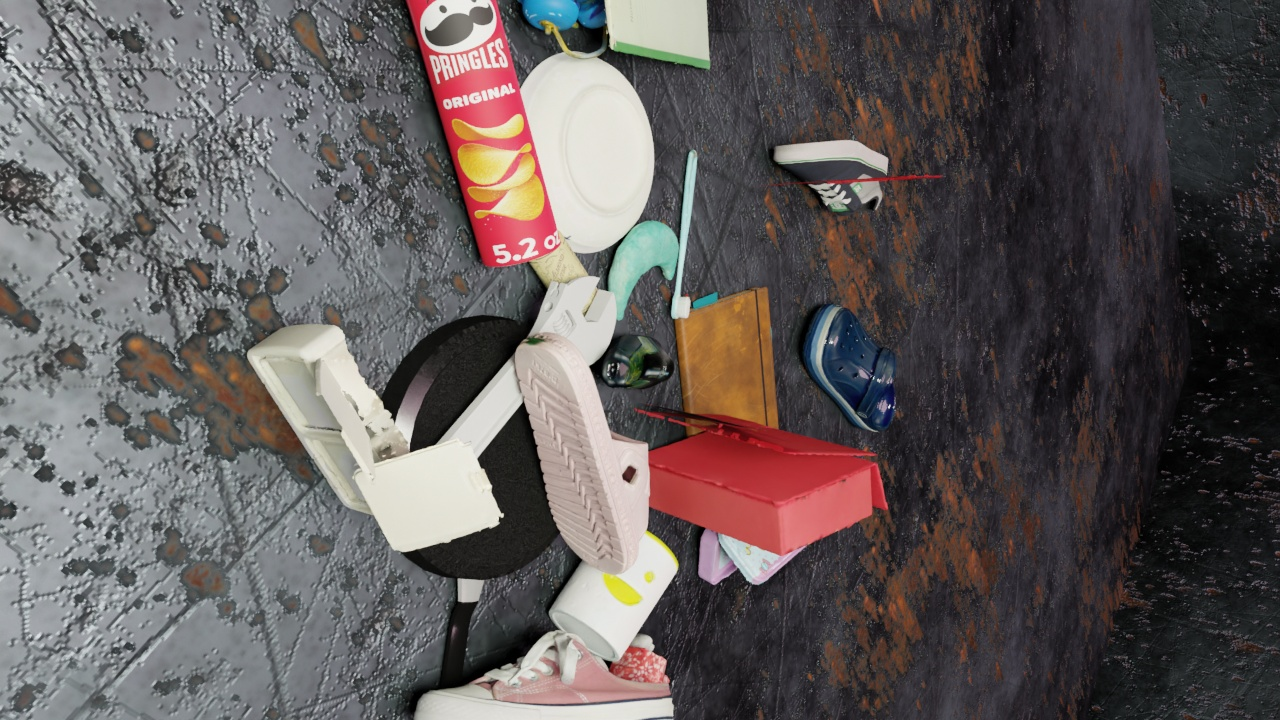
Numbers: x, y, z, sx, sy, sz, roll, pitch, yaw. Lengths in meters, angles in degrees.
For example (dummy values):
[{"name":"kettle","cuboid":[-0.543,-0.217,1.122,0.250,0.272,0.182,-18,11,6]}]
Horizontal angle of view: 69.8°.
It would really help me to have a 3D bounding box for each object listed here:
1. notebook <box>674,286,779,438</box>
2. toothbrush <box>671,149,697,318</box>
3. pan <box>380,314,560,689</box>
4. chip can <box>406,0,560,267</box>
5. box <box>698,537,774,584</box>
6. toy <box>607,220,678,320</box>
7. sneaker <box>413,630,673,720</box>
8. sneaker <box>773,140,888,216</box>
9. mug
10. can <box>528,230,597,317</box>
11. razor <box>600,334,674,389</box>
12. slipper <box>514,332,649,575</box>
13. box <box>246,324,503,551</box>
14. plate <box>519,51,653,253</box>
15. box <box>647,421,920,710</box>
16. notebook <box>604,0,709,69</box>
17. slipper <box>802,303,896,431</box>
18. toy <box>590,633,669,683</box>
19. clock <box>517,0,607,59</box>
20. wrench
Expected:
[{"name":"notebook","cuboid":[0.108,0.035,1.054,0.178,0.014,0.249,-21,110,-45]},{"name":"toothbrush","cuboid":[0.048,-0.133,0.961,0.016,0.017,0.180,15,79,-65]},{"name":"pan","cuboid":[-0.133,0.140,0.776,0.225,0.034,0.356,12,84,-49]},{"name":"chip can","cuboid":[-0.122,-0.188,0.722,0.069,0.069,0.221,-34,119,-42]},{"name":"box","cuboid":[0.155,0.185,1.074,0.213,0.096,0.077,-26,102,-44]},{"name":"toy","cuboid":[0.001,-0.095,0.903,0.105,0.033,0.085,-41,143,-34]},{"name":"sneaker","cuboid":[-0.073,0.273,0.773,0.240,0.119,0.087,12,67,-36]},{"name":"sneaker","cuboid":[0.239,-0.221,1.126,0.234,0.084,0.079,-3,97,-52]},{"name":"mug","cuboid":[-0.025,0.218,0.871,0.106,0.083,0.082,-53,130,-29]},{"name":"can","cuboid":[-0.069,-0.077,0.819,0.038,0.038,0.079,-56,132,-29]},{"name":"razor","cuboid":[-0.005,0.005,0.855,0.151,0.067,0.054,-21,121,-83]},{"name":"slipper","cuboid":[-0.037,0.077,0.764,0.064,0.094,0.239,-35,125,-34]},{"name":"box","cuboid":[-0.183,0.053,0.585,0.068,0.192,0.143,-44,118,-36]},{"name":"plate","cuboid":[-0.041,-0.191,0.842,0.182,0.034,0.182,-7,100,-49]},{"name":"box","cuboid":[0.137,0.216,0.942,0.152,0.214,0.326,-32,117,-31]},{"name":"notebook","cuboid":[0.017,-0.371,0.850,0.251,0.010,0.182,-29,118,-64]},{"name":"slipper","cuboid":[0.297,0.012,1.212,0.253,0.095,0.105,46,63,-45]},{"name":"toy","cuboid":[-0.035,0.344,0.876,0.159,0.084,0.193,54,49,-27]},{"name":"clock","cuboid":[-0.063,-0.339,0.778,0.116,0.060,0.161,-32,118,-47]},{"name":"wrench","cuboid":[-0.105,0.032,0.752,0.272,0.018,0.087,-54,139,-27]}]
